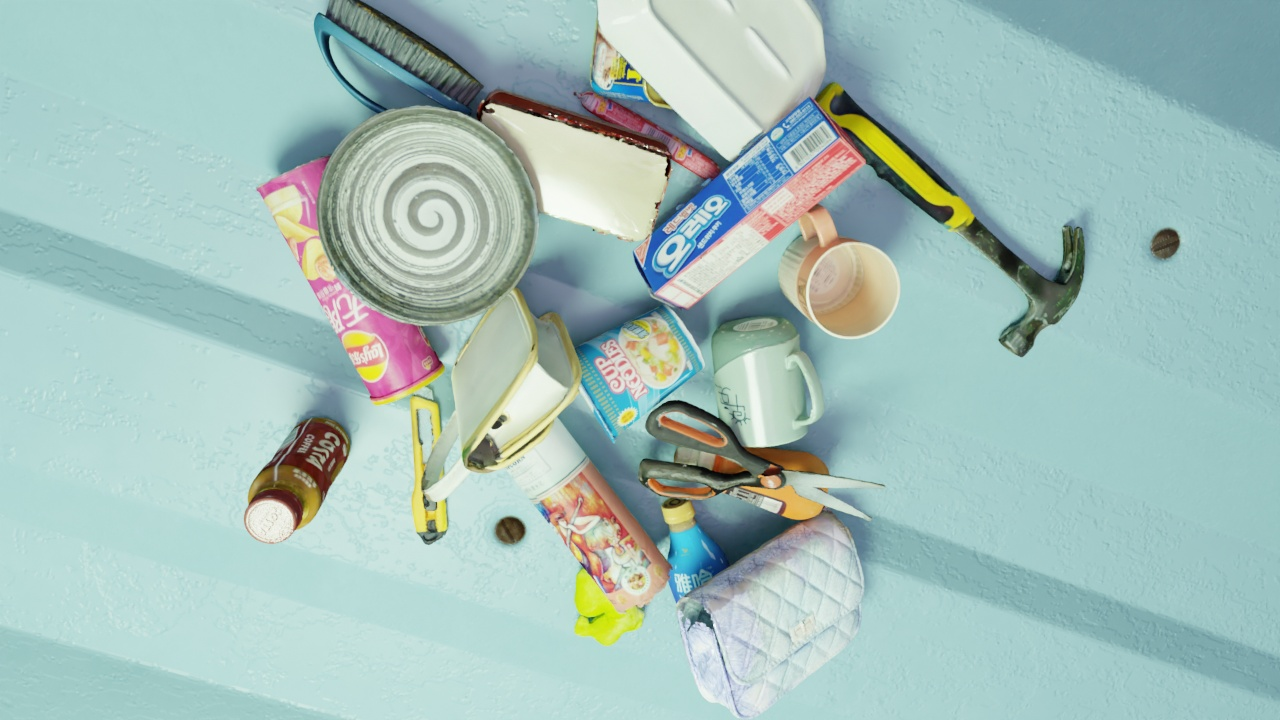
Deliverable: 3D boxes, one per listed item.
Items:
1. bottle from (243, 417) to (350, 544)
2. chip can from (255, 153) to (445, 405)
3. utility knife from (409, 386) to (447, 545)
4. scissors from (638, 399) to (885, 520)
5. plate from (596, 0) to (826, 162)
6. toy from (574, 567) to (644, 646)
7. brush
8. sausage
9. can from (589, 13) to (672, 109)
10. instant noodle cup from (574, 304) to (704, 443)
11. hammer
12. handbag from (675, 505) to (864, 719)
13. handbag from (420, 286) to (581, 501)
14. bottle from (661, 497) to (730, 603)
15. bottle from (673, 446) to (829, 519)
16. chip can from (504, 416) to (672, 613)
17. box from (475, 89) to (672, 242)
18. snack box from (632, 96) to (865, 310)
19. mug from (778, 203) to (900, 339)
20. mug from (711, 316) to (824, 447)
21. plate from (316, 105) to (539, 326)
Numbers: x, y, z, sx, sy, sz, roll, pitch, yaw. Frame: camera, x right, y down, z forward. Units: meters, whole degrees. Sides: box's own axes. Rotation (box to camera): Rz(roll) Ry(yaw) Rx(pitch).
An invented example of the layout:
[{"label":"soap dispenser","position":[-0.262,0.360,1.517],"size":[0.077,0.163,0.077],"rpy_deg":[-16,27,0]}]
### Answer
[{"label":"bottle","position":[-0.294,0.101,0.786],"size":[0.057,0.175,0.057],"rpy_deg":[-1,105,-6]},{"label":"chip can","position":[-0.250,-0.068,0.799],"size":[0.071,0.071,0.210],"rpy_deg":[-24,106,1]},{"label":"utility knife","position":[-0.206,0.100,0.878],"size":[0.033,0.015,0.168],"rpy_deg":[-3,105,-8]},{"label":"scissors","position":[0.100,0.096,0.829],"size":[0.227,0.021,0.198],"rpy_deg":[-11,127,26]},{"label":"plate","position":[0.071,-0.271,0.730],"size":[0.265,0.034,0.162],"rpy_deg":[35,83,-42]},{"label":"toy","position":[-0.033,0.240,0.926],"size":[0.096,0.031,0.100],"rpy_deg":[-32,110,0]},{"label":"brush","position":[-0.207,-0.241,0.765],"size":[0.144,0.055,0.073],"rpy_deg":[31,98,-13]},{"label":"sausage","position":[0.010,-0.201,0.818],"size":[0.156,0.020,0.020],"rpy_deg":[28,100,-13]},{"label":"can","position":[0.005,-0.264,0.760],"size":[0.057,0.083,0.102],"rpy_deg":[-3,108,-40]},{"label":"instant noodle cup","position":[-0.005,0.005,0.839],"size":[0.110,0.099,0.099],"rpy_deg":[-33,106,-5]},{"label":"hammer","position":[0.287,-0.144,0.857],"size":[0.323,0.032,0.126],"rpy_deg":[37,98,-13]},{"label":"handbag","position":[0.133,0.241,0.879],"size":[0.193,0.076,0.134],"rpy_deg":[-25,107,-34]},{"label":"handbag","position":[-0.129,0.039,0.795],"size":[0.063,0.163,0.179],"rpy_deg":[33,103,-26]},{"label":"bottle","position":[0.067,0.236,0.919],"size":[0.065,0.065,0.219],"rpy_deg":[-18,105,-1]},{"label":"bottle","position":[0.105,0.109,0.893],"size":[0.149,0.066,0.067],"rpy_deg":[14,103,-2]},{"label":"chip can","position":[-0.058,0.134,0.861],"size":[0.071,0.071,0.215],"rpy_deg":[-36,99,4]},{"label":"box","position":[-0.062,-0.162,0.782],"size":[0.168,0.076,0.091],"rpy_deg":[16,113,-7]},{"label":"snack box","position":[0.088,-0.130,0.789],"size":[0.208,0.057,0.058],"rpy_deg":[-39,148,21]},{"label":"mug","position":[0.168,-0.085,0.821],"size":[0.081,0.106,0.114],"rpy_deg":[-24,106,0]},{"label":"mug","position":[0.119,0.019,0.843],"size":[0.082,0.112,0.106],"rpy_deg":[-18,107,-38]},{"label":"plate","position":[-0.174,-0.117,0.755],"size":[0.179,0.024,0.179],"rpy_deg":[-2,106,-6]}]
